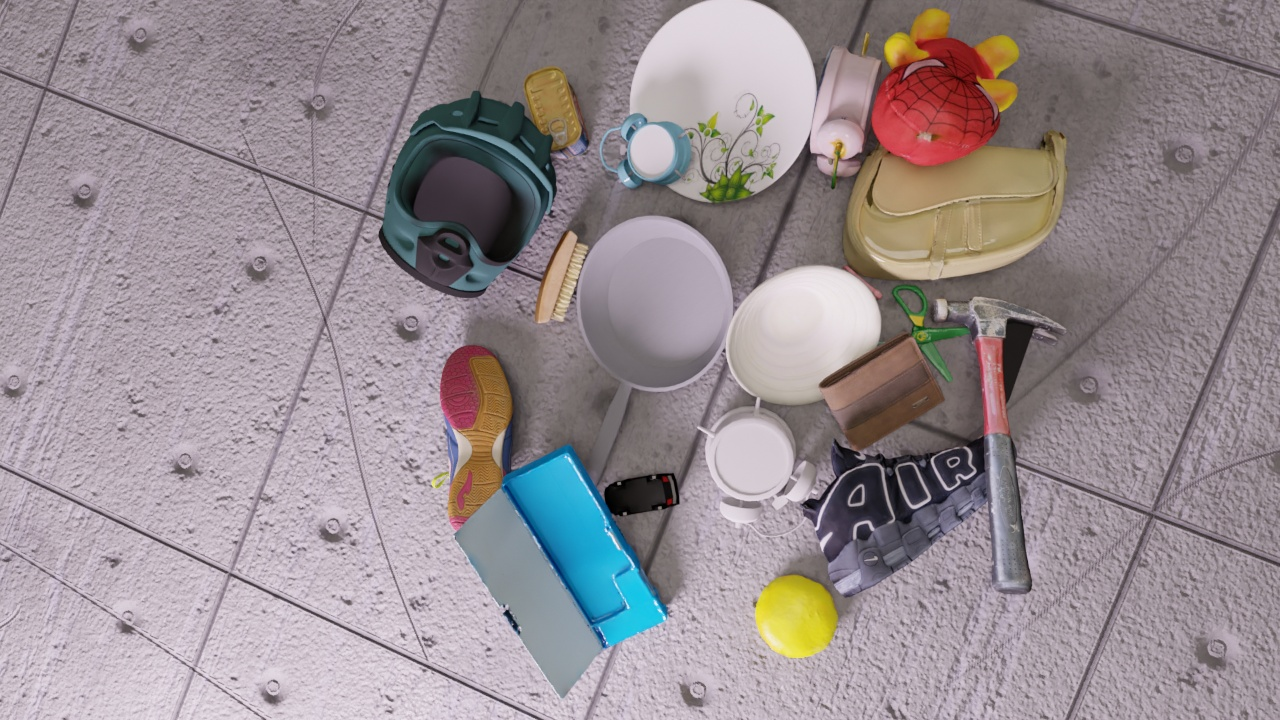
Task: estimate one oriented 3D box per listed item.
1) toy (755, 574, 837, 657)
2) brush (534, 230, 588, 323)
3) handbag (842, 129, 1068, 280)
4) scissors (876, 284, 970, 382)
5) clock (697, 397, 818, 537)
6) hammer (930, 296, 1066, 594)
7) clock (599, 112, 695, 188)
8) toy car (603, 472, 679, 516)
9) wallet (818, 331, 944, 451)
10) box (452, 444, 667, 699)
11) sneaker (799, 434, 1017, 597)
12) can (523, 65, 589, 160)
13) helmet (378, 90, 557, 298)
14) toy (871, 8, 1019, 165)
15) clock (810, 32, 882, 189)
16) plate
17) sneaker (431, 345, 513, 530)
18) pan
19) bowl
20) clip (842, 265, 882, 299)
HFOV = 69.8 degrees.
[{"bbox_3d":[0.179,0.294,1.055,0.095,0.041,0.094,42,90,8],"label":"toy"},{"bbox_3d":[-0.096,-0.098,1.106,0.039,0.049,0.117,21,91,-14],"label":"brush"},{"bbox_3d":[0.348,-0.175,1.018,0.233,0.088,0.191,6,86,9],"label":"handbag"},{"bbox_3d":[0.317,-0.025,1.055,0.130,0.011,0.125,-32,83,7],"label":"scissors"},{"bbox_3d":[0.136,0.127,1.058,0.120,0.061,0.159,-26,93,9],"label":"clock"},{"bbox_3d":[0.385,0.081,0.963,0.140,0.036,0.325,6,63,1],"label":"hammer"},{"bbox_3d":[0.005,-0.248,1.091,0.123,0.041,0.087,12,104,29],"label":"clock"},{"bbox_3d":[0.002,0.159,1.089,0.092,0.036,0.042,-12,85,18],"label":"toy car"},{"bbox_3d":[0.273,0.036,1.038,0.121,0.027,0.099,-31,112,5],"label":"wallet"},{"bbox_3d":[-0.092,0.237,1.048,0.170,0.070,0.243,-34,107,-19],"label":"box"},{"bbox_3d":[0.280,0.131,1.011,0.252,0.097,0.151,-36,77,-7],"label":"sneaker"},{"bbox_3d":[-0.100,-0.295,1.105,0.054,0.059,0.100,-17,86,8],"label":"can"},{"bbox_3d":[-0.181,-0.193,1.009,0.176,0.274,0.200,28,103,-18],"label":"helmet"},{"bbox_3d":[0.322,-0.286,0.979,0.147,0.099,0.215,21,52,12],"label":"toy"},{"bbox_3d":[0.225,-0.268,1.018,0.059,0.117,0.157,12,81,14],"label":"clock"},{"bbox_3d":[0.097,-0.301,1.074,0.230,0.030,0.229,5,101,25],"label":"plate"},{"bbox_3d":[-0.201,0.102,1.109,0.116,0.091,0.241,-6,68,3],"label":"sneaker"},{"bbox_3d":[-0.006,0.006,1.080,0.201,0.050,0.357,25,108,23],"label":"pan"},{"bbox_3d":[0.177,-0.038,1.035,0.176,0.057,0.177,-4,121,-6],"label":"bowl"},{"bbox_3d":[0.250,-0.081,1.064,0.060,0.023,0.044,24,91,3],"label":"clip"}]
